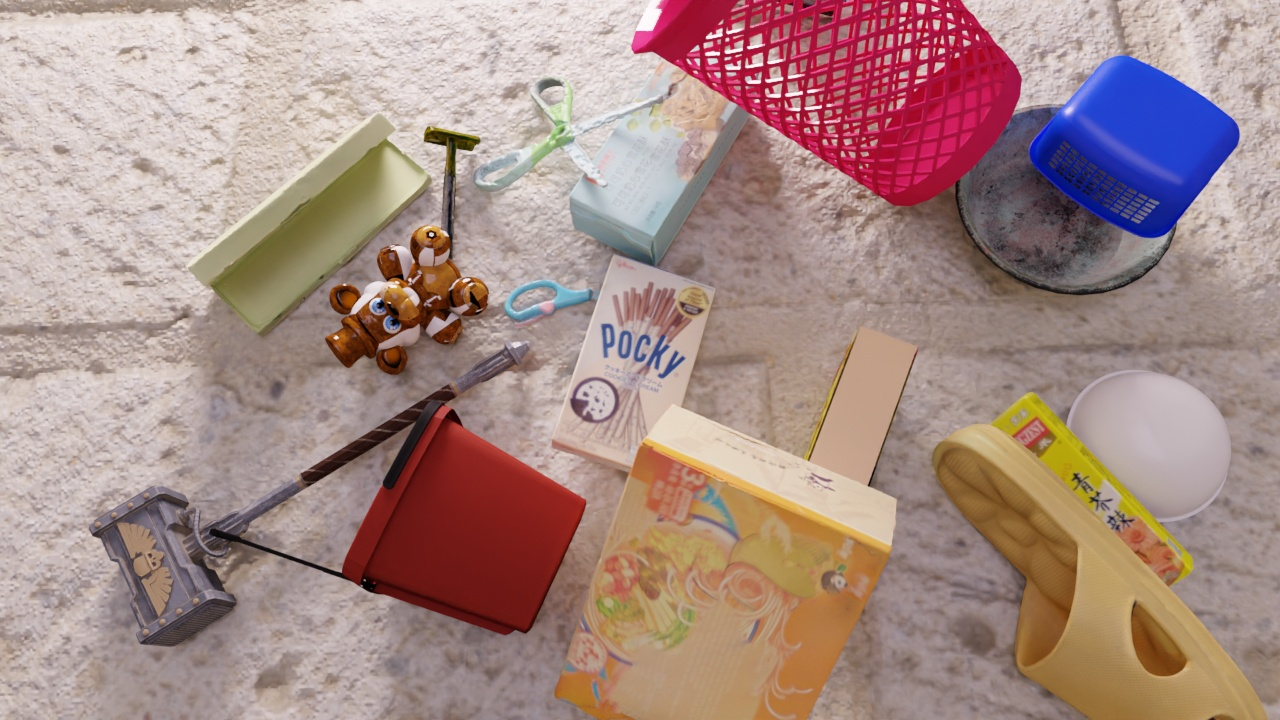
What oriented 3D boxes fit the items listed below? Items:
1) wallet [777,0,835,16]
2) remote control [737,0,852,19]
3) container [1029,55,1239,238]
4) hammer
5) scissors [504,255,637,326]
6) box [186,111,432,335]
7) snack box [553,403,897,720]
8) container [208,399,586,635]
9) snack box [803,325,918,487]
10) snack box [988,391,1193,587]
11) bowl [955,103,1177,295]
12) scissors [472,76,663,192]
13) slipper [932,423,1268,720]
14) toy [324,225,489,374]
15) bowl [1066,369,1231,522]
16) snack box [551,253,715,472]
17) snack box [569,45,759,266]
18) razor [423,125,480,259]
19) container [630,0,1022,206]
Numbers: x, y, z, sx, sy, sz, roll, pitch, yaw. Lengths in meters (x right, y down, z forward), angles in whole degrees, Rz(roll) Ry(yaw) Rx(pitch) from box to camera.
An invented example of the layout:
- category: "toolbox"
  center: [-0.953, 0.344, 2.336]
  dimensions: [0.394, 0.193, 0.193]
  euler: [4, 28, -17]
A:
- category: "wallet"
  center: [0.133, -0.333, 0.767]
  dimensions: [0.091, 0.018, 0.115]
  euler: [21, 57, 11]
- category: "remote control"
  center: [0.125, -0.317, 0.780]
  dimensions: [0.125, 0.018, 0.038]
  euler: [12, 72, 6]
- category: "container"
  center: [0.349, -0.154, 0.646]
  dimensions: [0.114, 0.058, 0.096]
  euler: [40, 78, 15]
- category: "hammer"
  center: [-0.218, 0.072, 0.655]
  dimensions: [0.321, 0.044, 0.098]
  euler: [-32, 72, -9]
- category: "scissors"
  center: [-0.031, -0.031, 0.695]
  dimensions: [0.136, 0.015, 0.125]
  euler: [-15, 70, 1]
- category: "box"
  center: [-0.263, -0.116, 0.717]
  dimensions: [0.187, 0.089, 0.078]
  euler: [-46, 44, -11]
- category: "snack box"
  center: [0.047, 0.141, 0.552]
  dimensions: [0.145, 0.080, 0.196]
  euler: [23, 115, 10]
- category: "container"
  center: [-0.146, 0.096, 0.587]
  dimensions: [0.201, 0.148, 0.126]
  euler: [24, 73, 1]
- category: "snack box"
  center: [0.137, 0.054, 0.615]
  dimensions: [0.040, 0.088, 0.125]
  euler: [21, 74, 10]
- category: "snack box"
  center: [0.298, 0.090, 0.616]
  dimensions: [0.148, 0.028, 0.040]
  euler: [51, 119, 17]
- category: "bowl"
  center: [0.312, -0.115, 0.688]
  dimensions: [0.157, 0.038, 0.157]
  euler: [-1, 71, 3]
- category: "scissors"
  center: [-0.063, -0.169, 0.712]
  dimensions: [0.168, 0.023, 0.171]
  euler: [-33, 44, 3]
- category: "slipper"
  center: [0.267, 0.157, 0.566]
  dimensions: [0.078, 0.100, 0.263]
  euler: [-29, 68, -17]
- category: "toy"
  center: [-0.178, -0.039, 0.679]
  dimensions: [0.112, 0.067, 0.087]
  euler: [-39, 97, -22]
- category: "bowl"
  center: [0.356, 0.052, 0.628]
  dimensions: [0.110, 0.040, 0.109]
  euler: [-1, 71, 3]
- category: "snack box"
  center: [-0.004, 0.004, 0.666]
  dimensions: [0.082, 0.026, 0.149]
  euler: [17, 74, -2]
- category: "snack box"
  center: [0.020, -0.163, 0.713]
  dimensions: [0.075, 0.053, 0.174]
  euler: [28, 72, 13]
- category: "razor"
  center: [-0.152, -0.131, 0.727]
  dimensions: [0.042, 0.026, 0.106]
  euler: [6, 79, -31]
- category: "container"
  center: [0.138, -0.223, 0.639]
  dimensions: [0.225, 0.183, 0.183]
  euler: [33, 73, -19]
